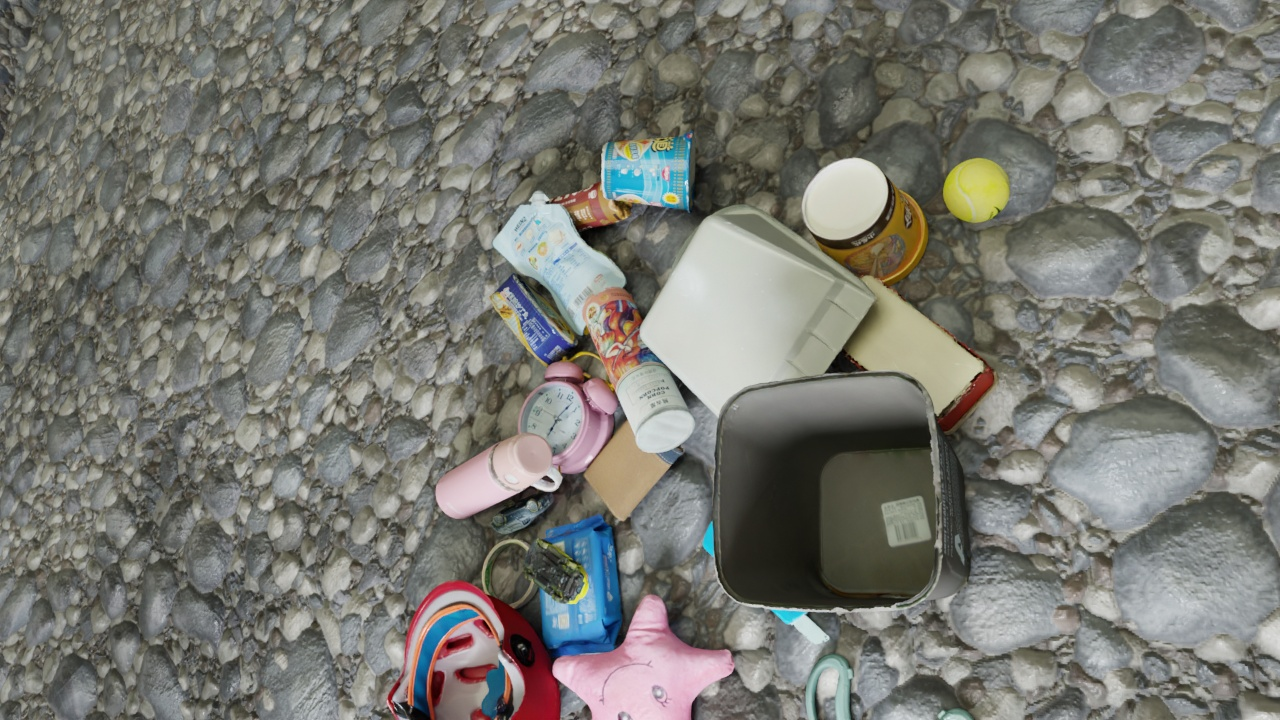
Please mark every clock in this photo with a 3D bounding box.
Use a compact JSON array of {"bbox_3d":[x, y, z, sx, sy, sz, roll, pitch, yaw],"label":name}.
[{"bbox_3d":[-0.088,0.063,1.148,0.117,0.059,0.158,29,90,34],"label":"clock"}]

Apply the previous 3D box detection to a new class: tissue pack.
[{"bbox_3d":[-0.071,0.266,1.076,0.095,0.052,0.157,-19,65,28],"label":"tissue pack"}]

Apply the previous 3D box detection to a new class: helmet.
[{"bbox_3d":[-0.178,0.383,1.053,0.207,0.144,0.239,-32,49,27],"label":"helmet"}]

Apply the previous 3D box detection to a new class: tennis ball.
[{"bbox_3d":[0.348,-0.176,0.950,0.066,0.065,0.065,-11,69,29],"label":"tennis ball"}]

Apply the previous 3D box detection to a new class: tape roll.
[{"bbox_3d":[-0.163,0.269,1.156,0.086,0.014,0.085,-10,70,29],"label":"tape roll"}]

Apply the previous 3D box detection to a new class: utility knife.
[{"bbox_3d":[0.132,0.239,0.980,0.179,0.018,0.034,40,97,33],"label":"utility knife"}]

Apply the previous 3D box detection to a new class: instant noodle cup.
[{"bbox_3d":[0.010,-0.235,1.139,0.110,0.099,0.099,3,75,8],"label":"instant noodle cup"},{"bbox_3d":[0.235,-0.150,0.983,0.119,0.114,0.118,-11,68,29],"label":"instant noodle cup"}]

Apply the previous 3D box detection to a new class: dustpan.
[{"bbox_3d":[0.117,-0.058,1.041,0.258,0.142,0.223,38,112,19],"label":"dustpan"}]

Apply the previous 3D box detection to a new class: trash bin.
[{"bbox_3d":[0.202,0.135,0.847,0.199,0.219,0.198,-8,70,31],"label":"trash bin"}]

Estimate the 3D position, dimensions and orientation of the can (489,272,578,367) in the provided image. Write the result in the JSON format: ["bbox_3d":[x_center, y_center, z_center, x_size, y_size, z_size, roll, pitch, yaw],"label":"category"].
[{"bbox_3d":[-0.141,-0.053,1.212,0.049,0.074,0.148,-45,57,7],"label":"can"}]

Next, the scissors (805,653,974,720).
[{"bbox_3d":[0.225,0.355,0.884,0.170,0.019,0.179,-43,58,15],"label":"scissors"}]

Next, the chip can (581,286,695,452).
[{"bbox_3d":[-0.006,0.006,1.090,0.071,0.071,0.214,-39,48,15],"label":"chip can"}]

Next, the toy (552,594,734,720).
[{"bbox_3d":[0.013,0.356,0.981,0.195,0.074,0.178,-36,73,12],"label":"toy"}]

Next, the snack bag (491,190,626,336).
[{"bbox_3d":[-0.107,-0.130,1.202,0.191,0.038,0.111,48,121,16],"label":"snack bag"}]

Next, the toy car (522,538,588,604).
[{"bbox_3d":[-0.095,0.241,1.048,0.105,0.032,0.048,21,87,48],"label":"toy car"}]

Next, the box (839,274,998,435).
[{"bbox_3d":[0.271,-0.011,0.938,0.091,0.077,0.168,-50,56,9],"label":"box"}]

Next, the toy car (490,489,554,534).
[{"bbox_3d":[-0.147,0.190,1.156,0.091,0.042,0.034,-27,96,23],"label":"toy car"}]

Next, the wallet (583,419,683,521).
[{"bbox_3d":[-0.009,0.122,1.098,0.115,0.033,0.090,-51,53,9],"label":"wallet"}]

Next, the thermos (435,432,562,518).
[{"bbox_3d":[-0.174,0.148,1.138,0.199,0.087,0.067,-30,27,45],"label":"thermos"}]

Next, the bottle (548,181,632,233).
[{"bbox_3d":[-0.098,-0.196,1.241,0.175,0.057,0.057,-13,68,28],"label":"bottle"}]
